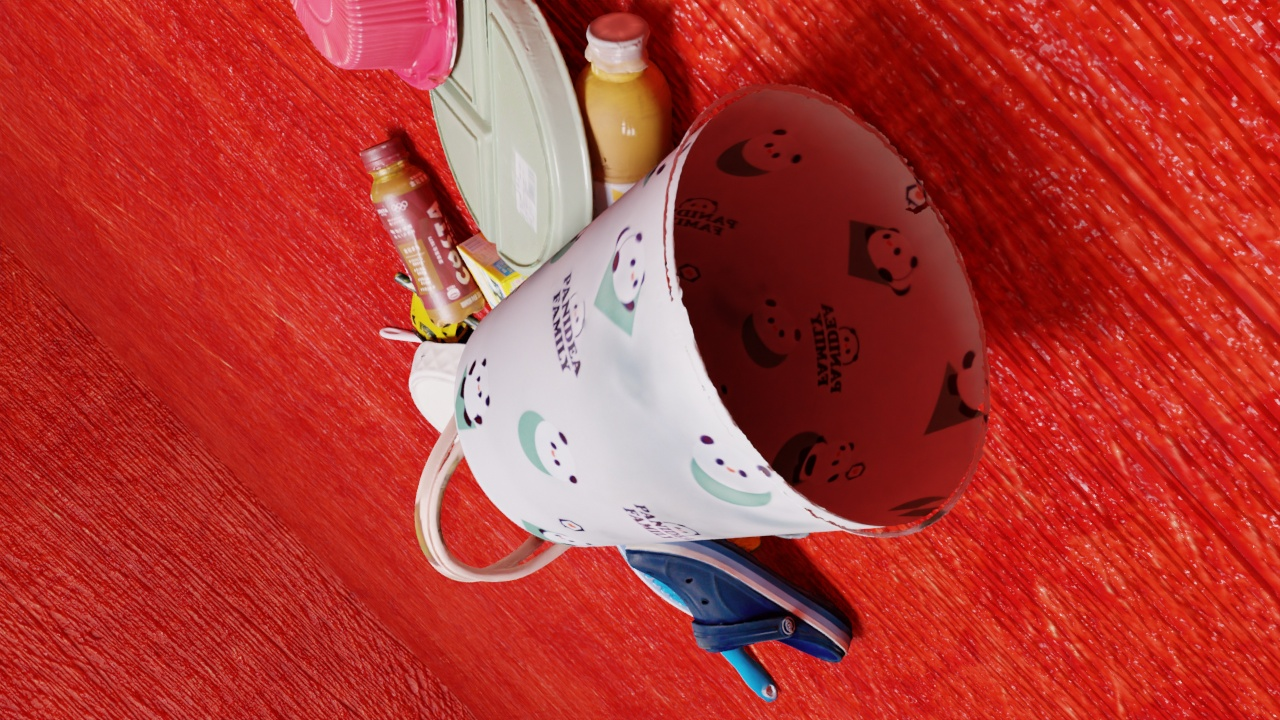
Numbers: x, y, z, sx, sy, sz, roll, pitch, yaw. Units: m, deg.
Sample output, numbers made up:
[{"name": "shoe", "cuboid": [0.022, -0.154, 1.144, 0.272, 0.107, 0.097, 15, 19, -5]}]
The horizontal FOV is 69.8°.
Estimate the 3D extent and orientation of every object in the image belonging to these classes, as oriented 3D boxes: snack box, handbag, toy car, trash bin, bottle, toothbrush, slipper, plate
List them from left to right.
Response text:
[{"name": "bottle", "cuboid": [-0.204, -0.120, 0.857, 0.058, 0.057, 0.175, 1, 120, 49]}, {"name": "toothbrush", "cuboid": [-0.260, -0.023, 1.093, 0.180, 0.016, 0.016, 10, 141, 43]}, {"name": "toy car", "cuboid": [-0.211, -0.061, 0.964, 0.071, 0.041, 0.156, 39, 147, 6]}, {"name": "toothbrush", "cuboid": [-0.165, -0.034, 0.920, 0.186, 0.017, 0.012, 32, 145, -9]}, {"name": "plate", "cuboid": [-0.170, 0.060, 1.018, 0.205, 0.045, 0.205, 22, 150, 14]}, {"name": "plate", "cuboid": [-0.100, -0.163, 0.647, 0.230, 0.027, 0.231, 47, 149, 39]}, {"name": "snack box", "cuboid": [-0.113, -0.058, 0.813, 0.140, 0.033, 0.087, 40, 159, 59]}, {"name": "handbag", "cuboid": [-0.109, 0.100, 0.845, 0.093, 0.233, 0.193, 4, 132, 43]}, {"name": "bottle", "cuboid": [-0.011, -0.134, 0.610, 0.068, 0.067, 0.190, 29, 146, 24]}, {"name": "trash bin", "cuboid": [0.028, 0.003, 0.539, 0.229, 0.228, 0.253, 52, 141, -12]}, {"name": "slipper", "cuboid": [0.084, 0.230, 0.856, 0.252, 0.095, 0.105, 31, 156, -18]}]

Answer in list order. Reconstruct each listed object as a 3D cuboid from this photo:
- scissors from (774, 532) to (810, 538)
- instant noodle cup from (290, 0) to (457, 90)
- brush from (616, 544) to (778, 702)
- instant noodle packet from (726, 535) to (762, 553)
[{"name": "scissors", "cuboid": [0.072, 0.117, 0.807, 0.159, 0.014, 0.181, 35, 136, 1]}, {"name": "instant noodle cup", "cuboid": [-0.199, -0.274, 0.625, 0.194, 0.065, 0.194, 42, 146, 36]}, {"name": "brush", "cuboid": [0.076, 0.282, 1.030, 0.314, 0.060, 0.110, 47, 155, -8]}, {"name": "instant noodle packet", "cuboid": [0.052, 0.122, 0.869, 0.111, 0.044, 0.128, 10, 135, 47]}]
